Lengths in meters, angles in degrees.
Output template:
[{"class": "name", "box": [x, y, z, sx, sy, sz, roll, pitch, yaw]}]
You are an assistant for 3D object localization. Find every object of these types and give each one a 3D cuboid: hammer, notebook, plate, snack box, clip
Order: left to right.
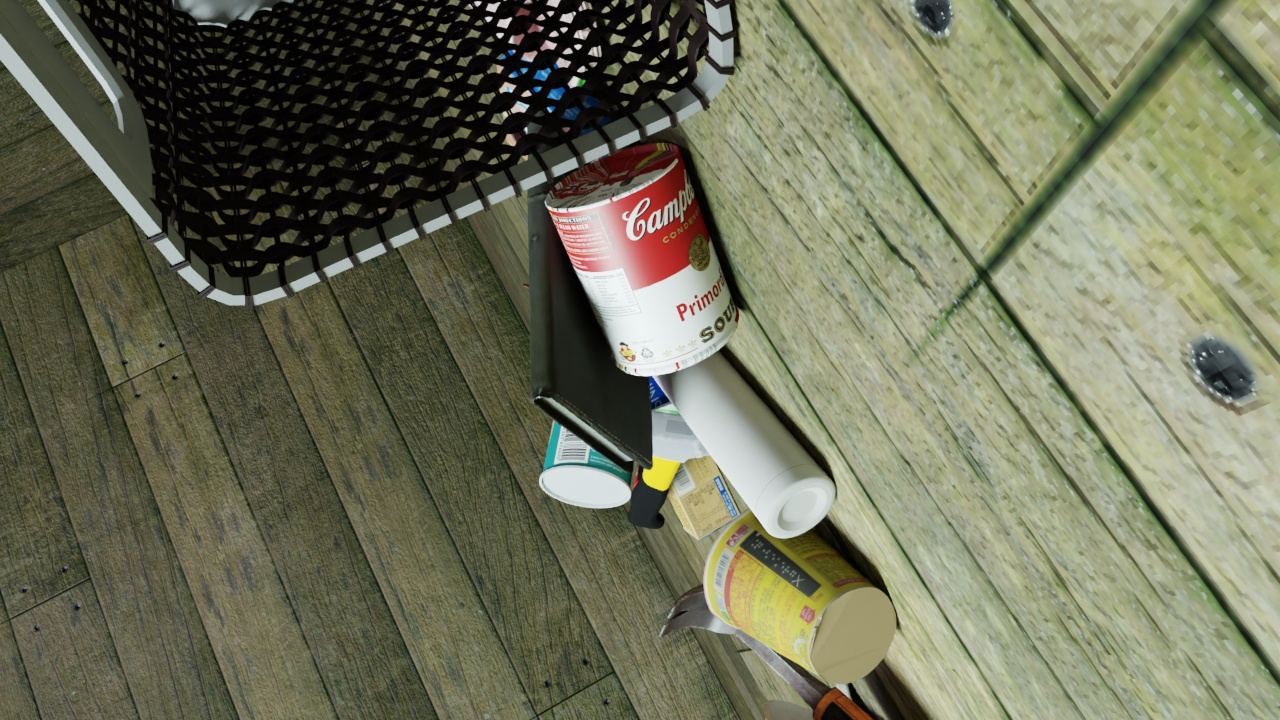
[{"class": "snack box", "box": [-0.066, -0.179, 0.711, 0.087, 0.034, 0.151, 43, 170, 2]}, {"class": "notebook", "box": [-0.032, -0.042, 0.628, 0.169, 0.029, 0.208, 45, -140, -59]}, {"class": "hammer", "box": [0.014, 0.111, 0.844, 0.324, 0.127, 0.029, 103, 178, -67]}, {"class": "snack box", "box": [0.033, 0.082, 0.955, 0.207, 0.057, 0.056, 64, 168, -11]}, {"class": "hammer", "box": [0.142, 0.259, 0.650, 0.137, 0.035, 0.314, 13, -165, -44]}, {"class": "clip", "box": [0.192, 0.366, 0.821, 0.152, 0.099, 0.126, 41, 158, 40]}, {"class": "plate", "box": [0.166, 0.318, 0.672, 0.189, 0.027, 0.189, 31, 179, 0]}]

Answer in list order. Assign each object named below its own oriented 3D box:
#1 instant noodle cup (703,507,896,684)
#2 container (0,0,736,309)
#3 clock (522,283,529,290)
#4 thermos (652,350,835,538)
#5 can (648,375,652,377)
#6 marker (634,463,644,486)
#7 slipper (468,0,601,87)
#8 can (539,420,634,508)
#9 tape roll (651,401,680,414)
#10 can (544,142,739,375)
[{"class": "instant noodle cup", "box": [0.113, 0.167, 0.635, 0.112, 0.100, 0.100, 28, 146, 61]}, {"class": "container", "box": [-0.136, -0.222, 0.381, 0.248, 0.245, 0.243, 72, 171, -49]}, {"class": "clock", "box": [-0.052, -0.048, 0.994, 0.148, 0.056, 0.104, 39, -173, 3]}, {"class": "thermos", "box": [0.056, 0.032, 0.661, 0.224, 0.052, 0.052, 53, 168, 46]}, {"class": "can", "box": [-0.005, 0.005, 0.847, 0.031, 0.080, 0.031, 61, 172, 15]}, {"class": "marker", "box": [0.010, 0.095, 1.022, 0.144, 0.021, 0.023, -80, -33, -54]}, {"class": "slipper", "box": [-0.099, -0.272, 0.600, 0.239, 0.064, 0.094, 63, 172, 8]}, {"class": "can", "box": [-0.050, 0.077, 1.019, 0.099, 0.099, 0.143, 74, -159, -56]}, {"class": "tape roll", "box": [0.015, 0.063, 0.868, 0.018, 0.093, 0.094, 63, 172, -7]}, {"class": "can", "box": [0.003, -0.062, 0.566, 0.116, 0.086, 0.086, 67, 171, -27]}]
